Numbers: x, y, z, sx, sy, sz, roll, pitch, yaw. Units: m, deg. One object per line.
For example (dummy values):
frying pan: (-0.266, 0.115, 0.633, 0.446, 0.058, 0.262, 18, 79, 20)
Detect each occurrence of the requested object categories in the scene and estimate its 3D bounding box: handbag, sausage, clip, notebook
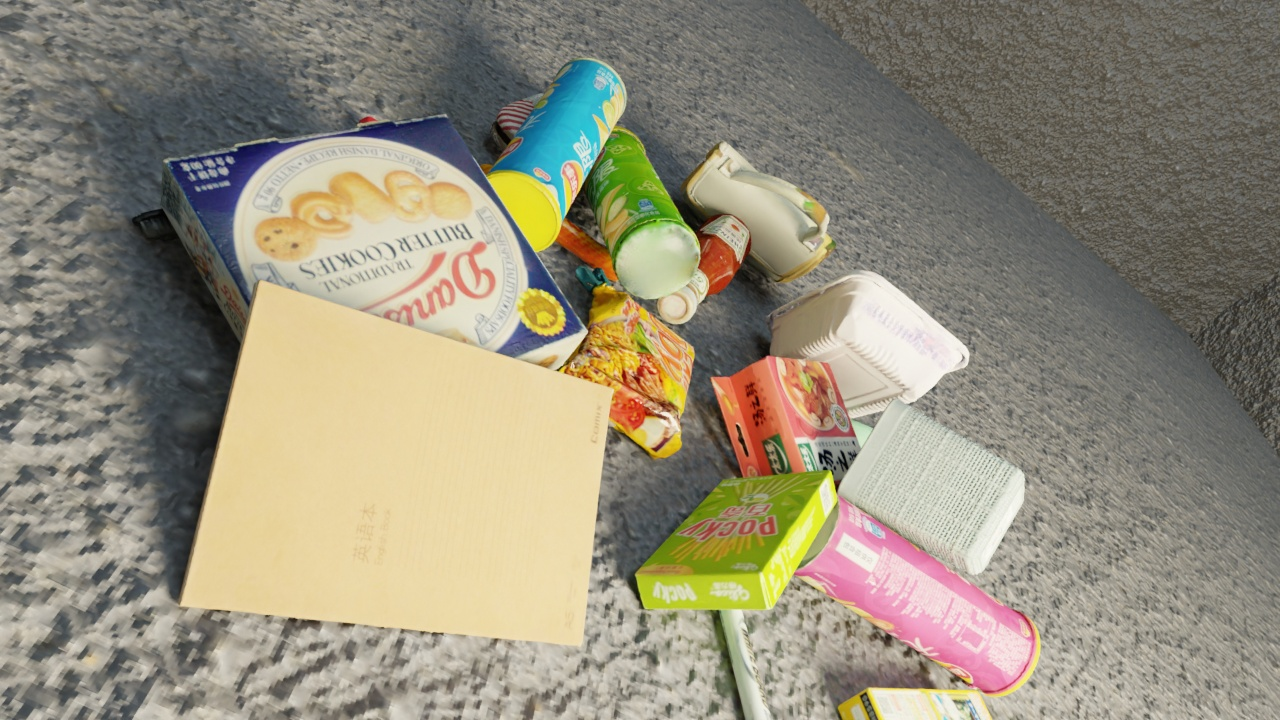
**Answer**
handbag: (0.125, -0.154, 0.953, 0.163, 0.063, 0.179, 41, -7, -5)
sausage: (-0.076, -0.117, 0.787, 0.165, 0.022, 0.021, 35, 31, -15)
clip: (-0.032, -0.058, 0.772, 0.049, 0.015, 0.057, -3, 52, -54)
notebook: (-0.107, 0.061, 0.469, 0.211, 0.012, 0.149, 19, 69, -36)

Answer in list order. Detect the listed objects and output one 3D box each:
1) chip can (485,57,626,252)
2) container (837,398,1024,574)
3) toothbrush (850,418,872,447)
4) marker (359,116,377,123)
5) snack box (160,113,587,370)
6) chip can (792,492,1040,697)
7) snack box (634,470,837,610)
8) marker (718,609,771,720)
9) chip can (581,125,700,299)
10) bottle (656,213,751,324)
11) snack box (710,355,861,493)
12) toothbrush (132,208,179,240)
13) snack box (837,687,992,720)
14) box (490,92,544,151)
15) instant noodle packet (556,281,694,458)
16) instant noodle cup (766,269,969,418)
chip can: (-0.070, -0.177, 0.765, 0.071, 0.071, 0.209, 35, 43, -14)
container: (0.228, 0.101, 0.711, 0.111, 0.090, 0.090, 29, -8, 30)
toothbrush: (0.202, 0.070, 0.878, 0.224, 0.027, 0.027, 21, 44, -32)
marker: (-0.204, -0.134, 0.661, 0.017, 0.017, 0.145, 26, 34, -28)
snack box: (-0.149, -0.052, 0.535, 0.177, 0.046, 0.182, -25, 75, -41)
chip can: (0.204, 0.177, 0.700, 0.210, 0.072, 0.071, 34, 32, -16)
snack box: (0.069, 0.115, 0.606, 0.156, 0.086, 0.026, -32, 110, -58)
marker: (0.065, 0.191, 0.571, 0.017, 0.017, 0.145, 23, 36, -31)
chip can: (-0.008, -0.134, 0.803, 0.072, 0.073, 0.221, 25, 25, -29)
bottle: (0.059, -0.087, 0.871, 0.060, 0.060, 0.205, 42, 30, -3)
snack box: (0.127, 0.057, 0.761, 0.127, 0.044, 0.113, 3, 64, -49)
toothbrush: (-0.208, -0.089, 0.565, 0.188, 0.014, 0.016, -12, 70, -39)
snack box: (0.202, 0.269, 0.621, 0.140, 0.034, 0.086, 15, 40, -37)
box: (-0.093, -0.219, 0.883, 0.072, 0.060, 0.163, 61, 30, -9)
instant noodle packet: (-0.004, 0.004, 0.700, 0.111, 0.044, 0.128, 40, 30, -14)
instant noodle cup: (0.194, -0.003, 0.846, 0.138, 0.174, 0.060, 36, 65, -11)
